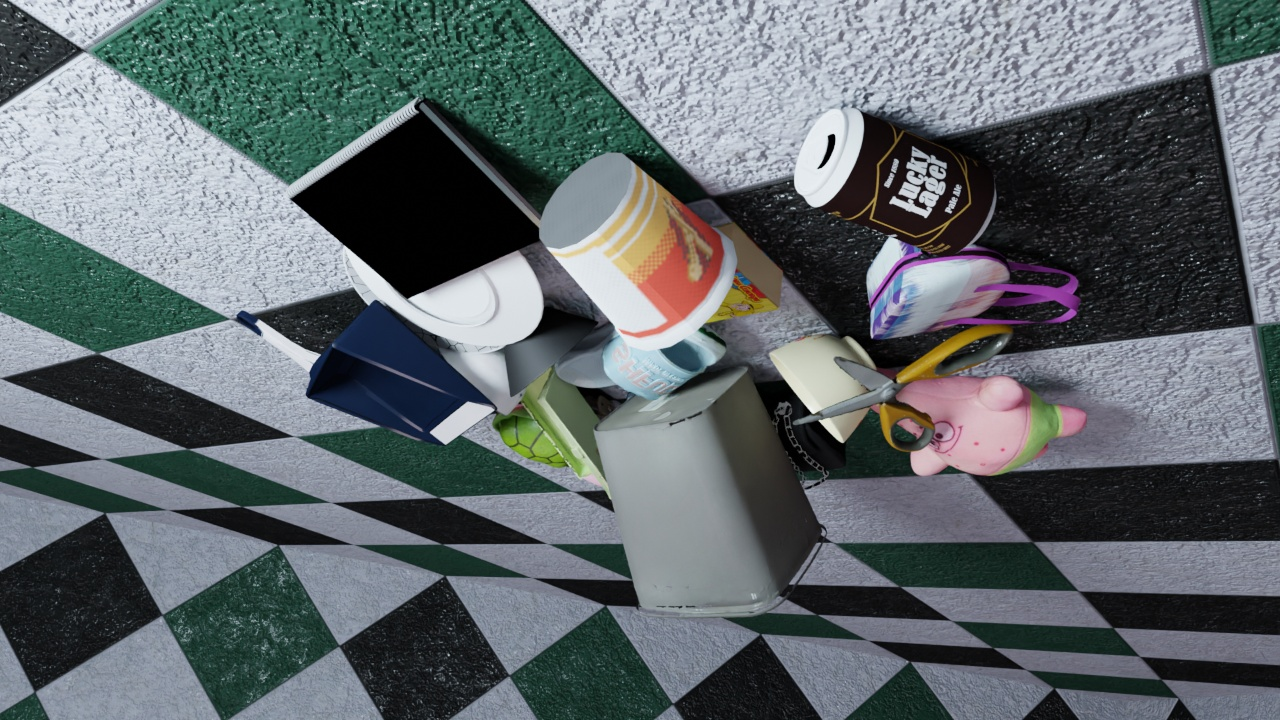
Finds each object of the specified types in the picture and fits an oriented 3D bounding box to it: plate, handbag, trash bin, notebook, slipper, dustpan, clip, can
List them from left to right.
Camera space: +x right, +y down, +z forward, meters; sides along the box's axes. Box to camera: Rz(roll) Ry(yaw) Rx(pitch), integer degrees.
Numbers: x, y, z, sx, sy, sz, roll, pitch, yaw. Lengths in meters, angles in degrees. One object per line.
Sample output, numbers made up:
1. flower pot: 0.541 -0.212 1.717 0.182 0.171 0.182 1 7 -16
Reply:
1. dustpan: -0.321 0.016 1.039 0.273 0.080 0.237 43 151 -9
2. notebook: -0.196 -0.130 0.792 0.207 0.016 0.149 -16 131 41
3. plate: -0.210 -0.075 0.931 0.189 0.016 0.189 14 144 10
4. plate: -0.194 -0.079 0.887 0.209 0.015 0.209 14 144 10
5. clip: -0.057 0.064 1.222 0.045 0.024 0.062 5 159 11
6. slipper: -0.006 0.006 1.010 0.104 0.074 0.246 26 153 -36
7. trash bin: 0.070 0.142 1.036 0.198 0.196 0.220 -11 105 35
8. handbag: 0.161 0.104 1.120 0.154 0.114 0.125 -6 148 37
9. can: 0.180 -0.125 0.647 0.128 0.071 0.072 17 155 -17
10. handbag: 0.288 -0.057 0.783 0.170 0.068 0.145 3 158 -3

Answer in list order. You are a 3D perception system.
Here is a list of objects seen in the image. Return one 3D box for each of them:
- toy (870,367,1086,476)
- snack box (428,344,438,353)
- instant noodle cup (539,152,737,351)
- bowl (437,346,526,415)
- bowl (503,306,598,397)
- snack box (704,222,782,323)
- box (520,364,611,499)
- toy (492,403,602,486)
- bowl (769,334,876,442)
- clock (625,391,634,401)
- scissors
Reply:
1. toy: 0.343 0.061 0.984 0.236 0.096 0.193 18 144 -2
2. snack box: -0.283 -0.002 1.153 0.168 0.027 0.132 -10 149 38
3. instant noodle cup: -0.007 -0.093 0.744 0.124 0.123 0.121 -11 142 39
4. bowl: -0.172 0.002 1.049 0.113 0.063 0.113 46 180 0
5. bowl: -0.109 -0.021 0.983 0.052 0.123 0.124 50 147 -6
6. snack box: 0.053 -0.074 0.846 0.126 0.040 0.088 -9 150 36
7. box: -0.094 0.087 1.149 0.083 0.091 0.188 -11 127 29
8. toy: -0.117 0.102 1.254 0.238 0.087 0.191 29 156 -27
9. bowl: 0.198 0.015 0.941 0.074 0.118 0.118 -39 146 2
10. clock: 0.035 0.073 1.176 0.129 0.052 0.090 21 154 -34
11. scissors: 0.251 0.035 0.883 0.225 0.016 0.225 -21 140 -4
